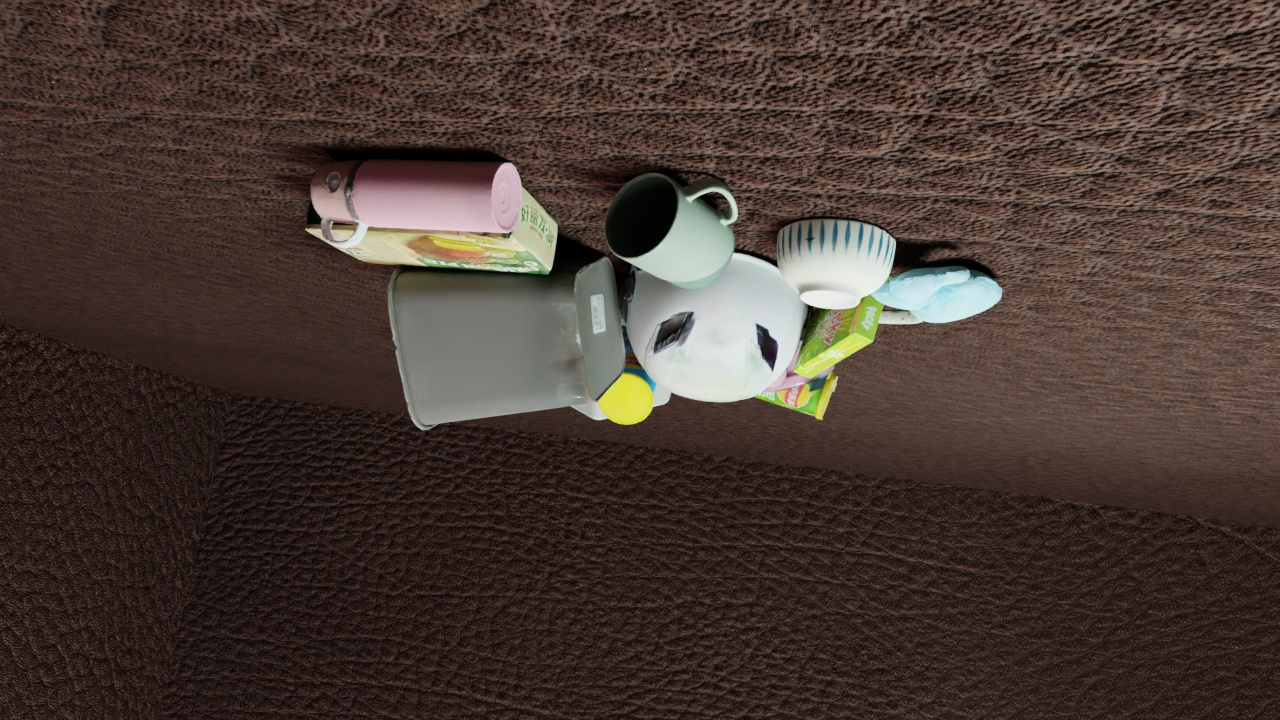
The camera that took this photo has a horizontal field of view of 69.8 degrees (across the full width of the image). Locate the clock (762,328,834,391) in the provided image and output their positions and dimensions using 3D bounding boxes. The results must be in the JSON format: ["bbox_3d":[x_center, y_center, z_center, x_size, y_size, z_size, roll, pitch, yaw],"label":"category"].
[{"bbox_3d":[0.186,0.003,1.254,0.158,0.060,0.117,-22,-168,-22],"label":"clock"}]

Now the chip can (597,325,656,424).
[{"bbox_3d":[-0.007,0.007,1.237,0.071,0.071,0.209,8,-156,4],"label":"chip can"}]

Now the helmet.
[{"bbox_3d":[0.085,-0.027,1.105,0.229,0.145,0.259,9,169,-3],"label":"helmet"}]

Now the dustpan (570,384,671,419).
[{"bbox_3d":[-0.045,-0.006,1.480,0.222,0.143,0.258,-11,-147,-42],"label":"dustpan"}]

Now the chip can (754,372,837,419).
[{"bbox_3d":[0.178,0.021,1.374,0.221,0.072,0.072,19,172,16],"label":"chip can"}]

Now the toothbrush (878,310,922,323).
[{"bbox_3d":[0.267,-0.055,1.171,0.188,0.016,0.017,2,176,29],"label":"toothbrush"}]

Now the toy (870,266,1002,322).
[{"bbox_3d":[0.315,-0.070,0.957,0.156,0.049,0.161,1,169,-8],"label":"toy"}]

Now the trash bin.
[{"bbox_3d":[-0.148,-0.035,1.084,0.220,0.199,0.198,-4,-164,17],"label":"trash bin"}]

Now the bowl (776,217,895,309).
[{"bbox_3d":[0.191,-0.090,0.911,0.116,0.066,0.116,8,169,1],"label":"bowl"}]

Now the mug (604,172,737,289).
[{"bbox_3d":[0.042,-0.124,0.849,0.112,0.082,0.106,-35,147,26],"label":"mug"}]

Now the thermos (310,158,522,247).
[{"bbox_3d":[-0.217,-0.148,0.871,0.199,0.087,0.067,4,171,16],"label":"thermos"}]

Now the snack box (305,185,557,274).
[{"bbox_3d":[-0.218,-0.141,0.967,0.240,0.063,0.114,5,169,18],"label":"snack box"}]

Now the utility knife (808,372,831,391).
[{"bbox_3d":[0.255,0.015,1.295,0.033,0.015,0.217,-13,-169,19],"label":"utility knife"}]

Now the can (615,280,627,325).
[{"bbox_3d":[-0.083,-0.079,1.188,0.147,0.058,0.058,5,169,10],"label":"can"}]

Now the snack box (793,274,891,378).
[{"bbox_3d":[0.227,-0.039,1.047,0.026,0.085,0.157,23,160,-8],"label":"snack box"}]
